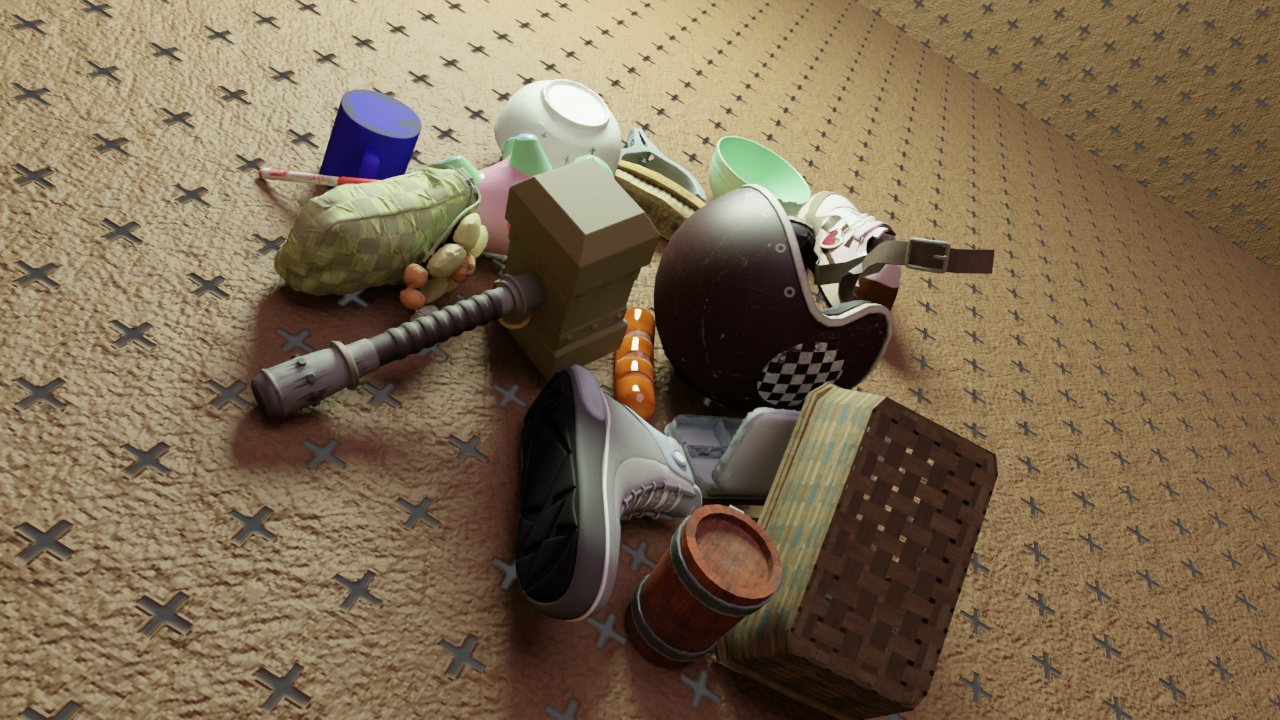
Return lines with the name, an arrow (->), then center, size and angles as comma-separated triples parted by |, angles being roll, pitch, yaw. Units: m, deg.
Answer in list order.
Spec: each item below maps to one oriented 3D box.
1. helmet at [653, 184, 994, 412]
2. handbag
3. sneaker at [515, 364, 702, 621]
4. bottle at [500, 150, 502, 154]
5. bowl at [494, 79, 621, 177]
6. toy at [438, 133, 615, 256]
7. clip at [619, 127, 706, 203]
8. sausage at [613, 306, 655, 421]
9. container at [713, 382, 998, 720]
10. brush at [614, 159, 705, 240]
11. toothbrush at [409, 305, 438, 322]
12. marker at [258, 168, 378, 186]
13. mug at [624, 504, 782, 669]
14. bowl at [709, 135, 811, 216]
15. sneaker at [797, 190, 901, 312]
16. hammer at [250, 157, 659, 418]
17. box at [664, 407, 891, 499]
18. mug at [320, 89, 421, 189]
helmet -> 0.143, -0.060, 0.916 | 0.253, 0.234, 0.233 | -1, 35, -17
handbag -> -0.215, -0.097, 0.807 | 0.117, 0.113, 0.185 | 47, 41, 15
sneaker -> -0.012, 0.115, 0.715 | 0.160, 0.093, 0.256 | 29, 24, -23
bottle -> -0.104, -0.233, 1.108 | 0.130, 0.040, 0.040 | 31, 36, -3
bowl -> -0.087, -0.272, 1.069 | 0.153, 0.073, 0.153 | 17, 47, -18
toy -> -0.115, -0.140, 0.938 | 0.222, 0.171, 0.120 | -22, 16, -16
clip -> 0.033, -0.248, 1.245 | 0.164, 0.031, 0.168 | 29, 37, -10
sausage -> -0.005, 0.005, 0.898 | 0.039, 0.045, 0.164 | 13, 36, -9
container -> 0.165, 0.156, 0.757 | 0.157, 0.187, 0.249 | 27, 74, -8
brush -> 0.030, -0.189, 1.144 | 0.195, 0.059, 0.043 | 31, 46, -5
toothbrush -> -0.145, -0.055, 0.888 | 0.180, 0.018, 0.015 | -16, 61, -47
marker -> -0.294, -0.169, 0.863 | 0.142, 0.013, 0.012 | 8, 35, 11
mug -> 0.045, 0.162, 0.696 | 0.081, 0.111, 0.117 | 28, 36, -7
bowl -> 0.156, -0.239, 1.283 | 0.151, 0.077, 0.150 | 20, 37, -17
sneaker -> 0.301, -0.175, 1.285 | 0.111, 0.117, 0.293 | 22, 37, -16
hammer -> -0.155, -0.033, 0.756 | 0.324, 0.191, 0.100 | -26, 64, -31
box -> 0.136, 0.076, 0.893 | 0.210, 0.130, 0.105 | 11, 32, -37
mug -> -0.269, -0.202, 0.907 | 0.079, 0.084, 0.111 | 16, 39, -22
